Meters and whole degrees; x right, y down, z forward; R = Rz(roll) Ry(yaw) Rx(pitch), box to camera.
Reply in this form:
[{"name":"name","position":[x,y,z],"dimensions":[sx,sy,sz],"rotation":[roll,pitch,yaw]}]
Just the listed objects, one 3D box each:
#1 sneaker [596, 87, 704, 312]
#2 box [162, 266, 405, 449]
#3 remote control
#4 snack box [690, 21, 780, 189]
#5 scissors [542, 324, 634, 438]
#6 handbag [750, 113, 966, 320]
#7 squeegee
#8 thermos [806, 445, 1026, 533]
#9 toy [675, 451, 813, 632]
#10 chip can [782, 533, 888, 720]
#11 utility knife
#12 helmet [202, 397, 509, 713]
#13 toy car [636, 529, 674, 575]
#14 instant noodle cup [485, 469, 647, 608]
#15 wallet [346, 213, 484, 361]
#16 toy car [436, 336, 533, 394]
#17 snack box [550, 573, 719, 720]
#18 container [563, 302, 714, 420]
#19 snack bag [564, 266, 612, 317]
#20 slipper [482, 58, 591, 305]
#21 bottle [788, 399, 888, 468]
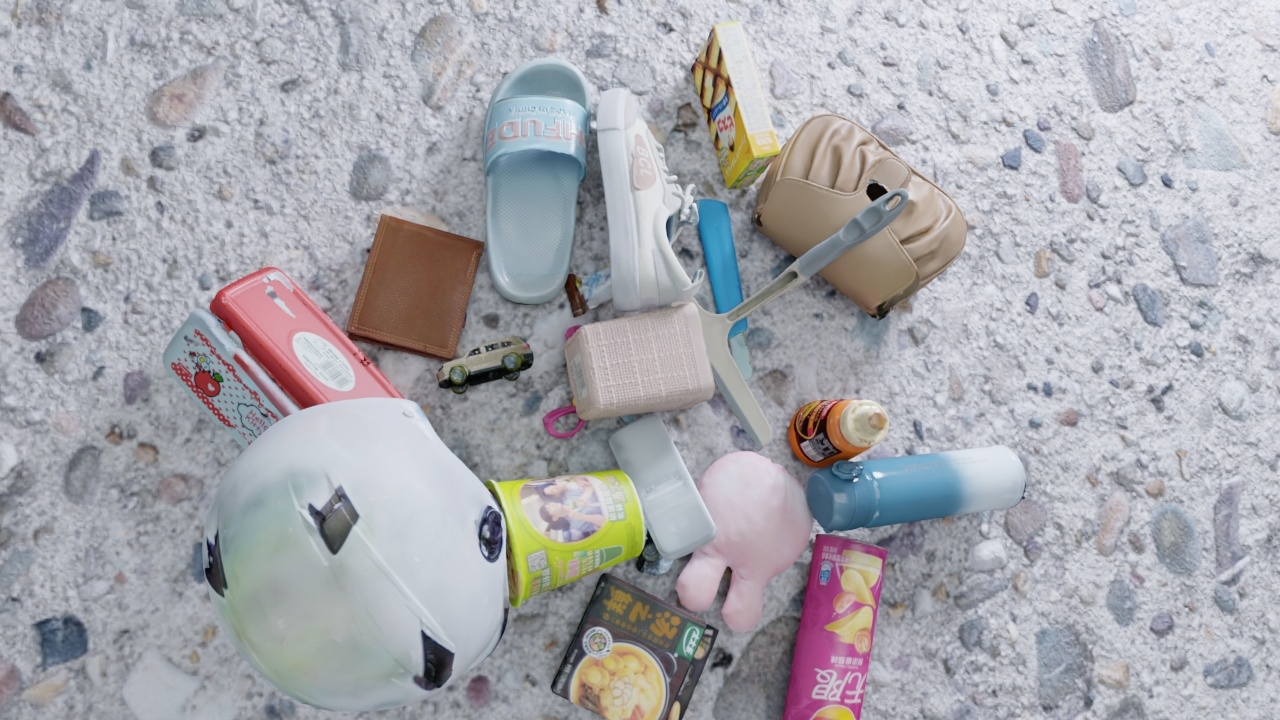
[{"name":"sneaker","position":[0.010,-0.159,0.857],"dimensions":[0.091,0.090,0.241],"rotation":[-6,65,0]},{"name":"box","position":[-0.311,0.029,0.814],"dimensions":[0.201,0.099,0.116],"rotation":[46,42,0]},{"name":"remote control","position":[0.019,0.113,0.830],"dimensions":[0.056,0.020,0.136],"rotation":[-26,60,-3]},{"name":"snack box","position":[0.093,-0.252,0.914],"dimensions":[0.033,0.087,0.140],"rotation":[-16,84,-14]},{"name":"scissors","position":[-0.038,0.025,0.879],"dimensions":[0.133,0.017,0.136],"rotation":[-24,84,-18]},{"name":"handbag","position":[0.218,-0.146,0.913],"dimensions":[0.204,0.100,0.147],"rotation":[37,77,1]},{"name":"squeegee","position":[0.148,-0.084,0.873],"dimensions":[0.247,0.039,0.246],"rotation":[-36,79,16]},{"name":"thermos","position":[0.261,0.120,0.871],"dimensions":[0.220,0.070,0.070],"rotation":[-3,80,-23]},{"name":"toy","position":[0.094,0.167,0.858],"dimensions":[0.121,0.054,0.159],"rotation":[29,77,-8]},{"name":"chip can","position":[0.177,0.270,0.847],"dimensions":[0.071,0.071,0.210],"rotation":[15,77,-8]},{"name":"utility knife","position":[0.086,-0.070,0.917],"dimensions":[0.034,0.018,0.192],"rotation":[-11,83,3]},{"name":"helmet","position":[-0.226,0.166,0.700],"dimensions":[0.229,0.145,0.258],"rotation":[-21,97,16]},{"name":"toy car","position":[0.023,0.156,0.852],"dimensions":[0.034,0.043,0.090],"rotation":[23,76,-5]},{"name":"instant noodle cup","position":[-0.064,0.148,0.809],"dimensions":[0.123,0.112,0.111],"rotation":[-10,82,-20]},{"name":"wallet","position":[-0.208,-0.067,0.855],"dimensions":[0.101,0.032,0.124],"rotation":[15,78,-11]},{"name":"toy car","position":[-0.145,0.005,0.848],"dimensions":[0.090,0.042,0.035],"rotation":[-17,74,-14]},{"name":"snack box","position":[-0.001,0.269,0.828],"dimensions":[0.125,0.053,0.113],"rotation":[25,76,0]},{"name":"container","position":[-0.005,0.005,0.841],"dimensions":[0.110,0.090,0.090],"rotation":[-9,82,-17]},{"name":"snack bag","position":[-0.022,-0.078,0.888],"dimensions":[0.104,0.026,0.048],"rotation":[-17,77,-1]},{"name":"slipper","position":[-0.101,-0.176,0.871],"dimensions":[0.104,0.074,0.245],"rotation":[5,81,-9]},{"name":"bottle","position":[0.187,0.063,0.844],"dimensions":[0.066,0.150,0.066],"rotation":[2,79,-11]}]
